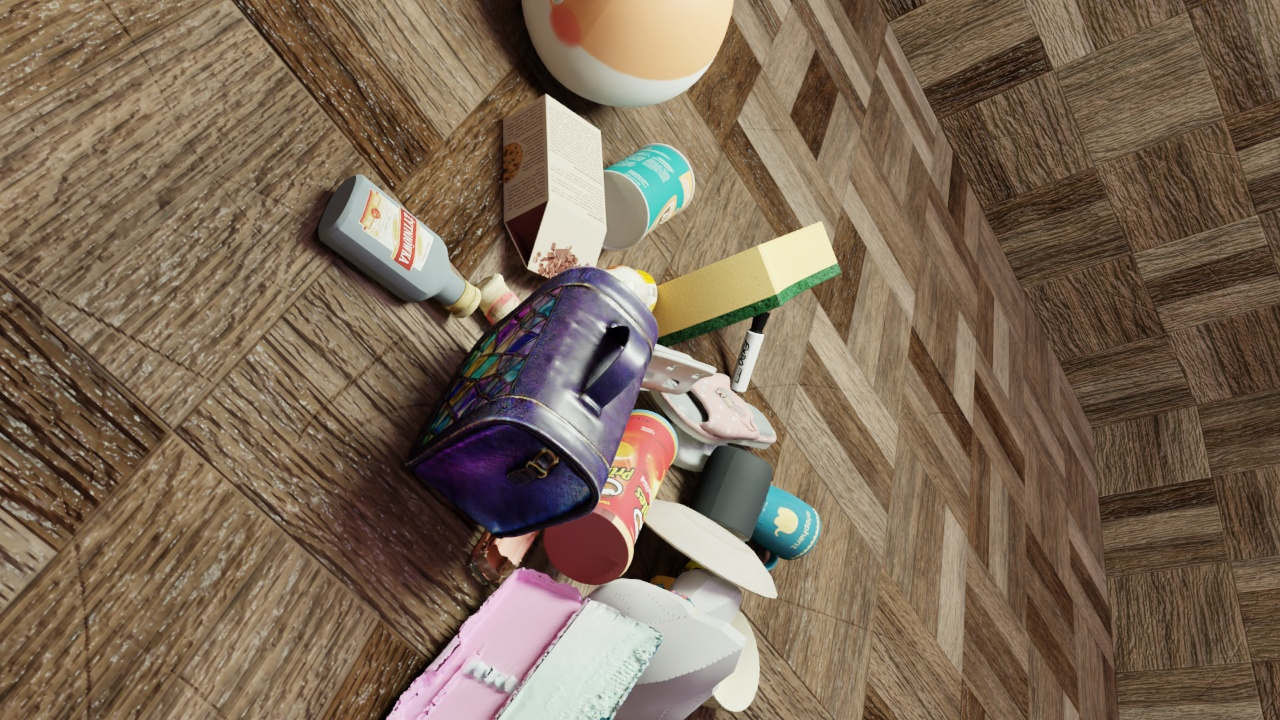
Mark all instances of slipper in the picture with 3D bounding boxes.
[{"bbox_3d":[0.107,0.061,1.186,0.274,0.054,0.114,17,31,-56],"label":"slipper"}]

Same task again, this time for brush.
[{"bbox_3d":[0.128,-0.099,1.202,0.249,0.196,0.075,-27,96,-56],"label":"brush"}]

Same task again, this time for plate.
[{"bbox_3d":[0.075,0.198,1.016,0.188,0.189,0.027,31,91,-43],"label":"plate"}]

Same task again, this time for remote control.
[{"bbox_3d":[0.073,0.111,1.173,0.114,0.028,0.060,16,61,-50],"label":"remote control"}]

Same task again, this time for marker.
[{"bbox_3d":[0.154,-0.017,1.289,0.025,0.025,0.126,-10,121,-55],"label":"marker"}]

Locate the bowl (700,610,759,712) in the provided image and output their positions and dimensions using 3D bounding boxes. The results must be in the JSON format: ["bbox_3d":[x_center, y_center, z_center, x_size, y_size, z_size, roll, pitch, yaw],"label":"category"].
[{"bbox_3d":[0.078,0.338,1.038,0.115,0.063,0.115,28,52,-44],"label":"bowl"}]

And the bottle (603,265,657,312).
[{"bbox_3d":[-0.030,-0.083,1.092,0.108,0.063,0.063,8,68,-52],"label":"bottle"}]

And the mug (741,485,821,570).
[{"bbox_3d":[0.168,0.222,1.218,0.104,0.085,0.112,35,76,-33],"label":"mug"}]

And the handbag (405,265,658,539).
[{"bbox_3d":[-0.079,0.033,0.816,0.125,0.223,0.204,44,40,-21],"label":"handbag"}]

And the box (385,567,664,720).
[{"bbox_3d":[-0.098,0.270,0.733,0.229,0.159,0.035,-45,140,-46],"label":"box"}]

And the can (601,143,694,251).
[{"bbox_3d":[-0.005,-0.208,1.156,0.099,0.099,0.143,62,35,-12],"label":"can"}]

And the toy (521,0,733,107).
[{"bbox_3d":[-0.014,-0.453,1.111,0.265,0.281,0.262,-5,77,-27],"label":"toy"}]

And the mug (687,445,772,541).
[{"bbox_3d":[0.110,0.166,1.141,0.085,0.122,0.094,23,75,4],"label":"mug"}]

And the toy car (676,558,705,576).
[{"bbox_3d":[0.078,0.254,1.111,0.049,0.030,0.106,60,34,-13],"label":"toy car"}]

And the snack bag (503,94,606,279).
[{"bbox_3d":[-0.097,-0.181,1.041,0.094,0.070,0.206,22,57,-48],"label":"snack bag"}]

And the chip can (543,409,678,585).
[{"bbox_3d":[-0.024,0.133,0.945,0.087,0.087,0.212,61,24,-14],"label":"chip can"}]

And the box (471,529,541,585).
[{"bbox_3d":[-0.105,0.140,0.898,0.186,0.053,0.058,-60,155,-46],"label":"box"}]

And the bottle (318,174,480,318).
[{"bbox_3d":[-0.217,-0.096,0.853,0.161,0.046,0.072,40,45,-37],"label":"bottle"}]

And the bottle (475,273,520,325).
[{"bbox_3d":[-0.130,-0.038,0.950,0.109,0.044,0.044,53,38,-22],"label":"bottle"}]

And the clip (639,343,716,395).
[{"bbox_3d":[-0.006,0.006,1.014,0.125,0.148,0.081,21,65,-48],"label":"clip"}]

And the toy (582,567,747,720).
[{"bbox_3d":[0.013,0.271,0.886,0.266,0.247,0.141,-18,90,-34],"label":"toy"}]
